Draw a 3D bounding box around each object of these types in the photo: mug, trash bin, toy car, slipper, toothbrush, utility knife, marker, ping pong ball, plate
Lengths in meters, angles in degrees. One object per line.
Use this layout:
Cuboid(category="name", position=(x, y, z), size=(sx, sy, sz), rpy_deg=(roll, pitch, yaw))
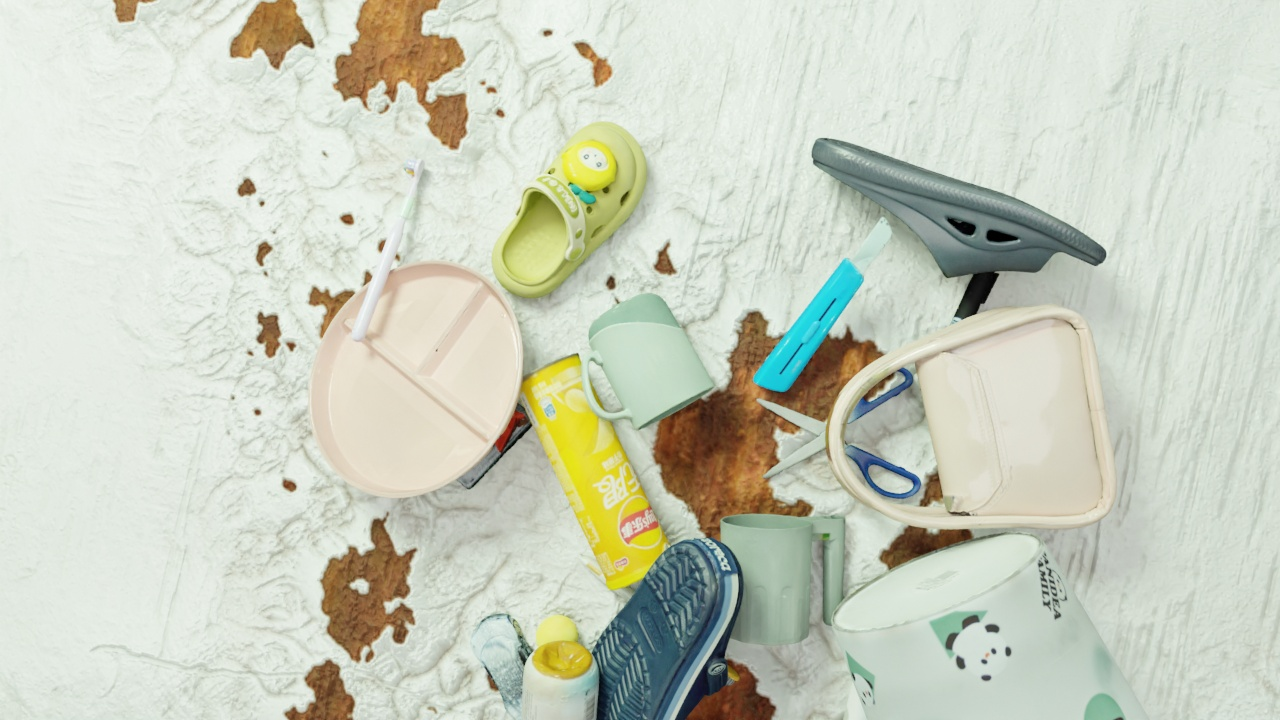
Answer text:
Cuboid(category="mug", position=(-0.005, 0.005, 0.841), size=(0.111, 0.082, 0.106), rpy_deg=(-27, 84, -18))
Cuboid(category="trash bin", position=(0.290, 0.292, 0.740), size=(0.229, 0.229, 0.252), rpy_deg=(-26, 86, 3))
Cuboid(category="toy car", position=(-0.123, 0.292, 0.874), size=(0.049, 0.031, 0.105), rpy_deg=(-32, 85, 2))
Cuboid(category="slipper", position=(-0.069, -0.140, 0.860), size=(0.091, 0.081, 0.190), rpy_deg=(39, 94, 2))
Cuboid(category="toothbrush", position=(0.195, 0.351, 0.847), size=(0.026, 0.026, 0.221), rpy_deg=(15, 90, 14))
Cuboid(category="toothbrush", position=(-0.245, -0.107, 0.885), size=(0.021, 0.029, 0.189), rpy_deg=(22, 77, -32))
Cuboid(category="slipper", position=(0.273, -0.125, 0.827), size=(0.268, 0.110, 0.083), rpy_deg=(23, 111, 11))
Cuboid(category="toothbrush", position=(0.014, 0.246, 0.872), size=(0.191, 0.016, 0.018), rpy_deg=(37, 100, 4))
Cuboid(category="utility knife", position=(0.168, -0.047, 0.834), size=(0.034, 0.018, 0.192), rpy_deg=(33, 112, -1))
Cuboid(category="marker", position=(0.297, -0.027, 0.854), size=(0.022, 0.020, 0.132), rpy_deg=(25, 89, -14))
Cuboid(category="ping pong ball", position=(-0.079, 0.261, 0.866), size=(0.040, 0.040, 0.040), rpy_deg=(0, 88, 5))
Cuboid(category="plate", position=(-0.209, 0.016, 0.859), size=(0.230, 0.028, 0.229), rpy_deg=(-6, 72, 18))
Cuboid(category="slipper", position=(0.030, 0.257, 0.818), size=(0.095, 0.105, 0.253), rpy_deg=(4, 121, -32))
Cuboid(category="mug", position=(0.132, 0.196, 0.838), size=(0.123, 0.084, 0.103), rpy_deg=(2, 89, -20))

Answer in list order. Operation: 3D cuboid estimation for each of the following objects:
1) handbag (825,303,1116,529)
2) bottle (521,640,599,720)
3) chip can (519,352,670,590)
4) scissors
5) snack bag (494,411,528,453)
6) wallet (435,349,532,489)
Cuboid(category="handbag", position=(0.282, 0.061, 0.811), size=(0.234, 0.093, 0.193), rpy_deg=(-12, 91, 3))
Cuboid(category="bottle", position=(-0.076, 0.351, 0.837), size=(0.068, 0.068, 0.190), rpy_deg=(6, 107, 5))
Cuboid(category="chip can", position=(-0.044, 0.103, 0.854), size=(0.072, 0.072, 0.213), rpy_deg=(-27, 86, 3))
Cuboid(category="scissors", position=(0.194, 0.068, 0.864), size=(0.176, 0.012, 0.162), rpy_deg=(36, 93, 6))
Cuboid(category="snack bag", position=(-0.160, 0.048, 0.872), size=(0.105, 0.026, 0.045), rpy_deg=(28, 88, 5))
Cuboid(category="wallet", position=(-0.176, 0.052, 0.894), size=(0.121, 0.019, 0.097), rpy_deg=(43, 91, 3))
